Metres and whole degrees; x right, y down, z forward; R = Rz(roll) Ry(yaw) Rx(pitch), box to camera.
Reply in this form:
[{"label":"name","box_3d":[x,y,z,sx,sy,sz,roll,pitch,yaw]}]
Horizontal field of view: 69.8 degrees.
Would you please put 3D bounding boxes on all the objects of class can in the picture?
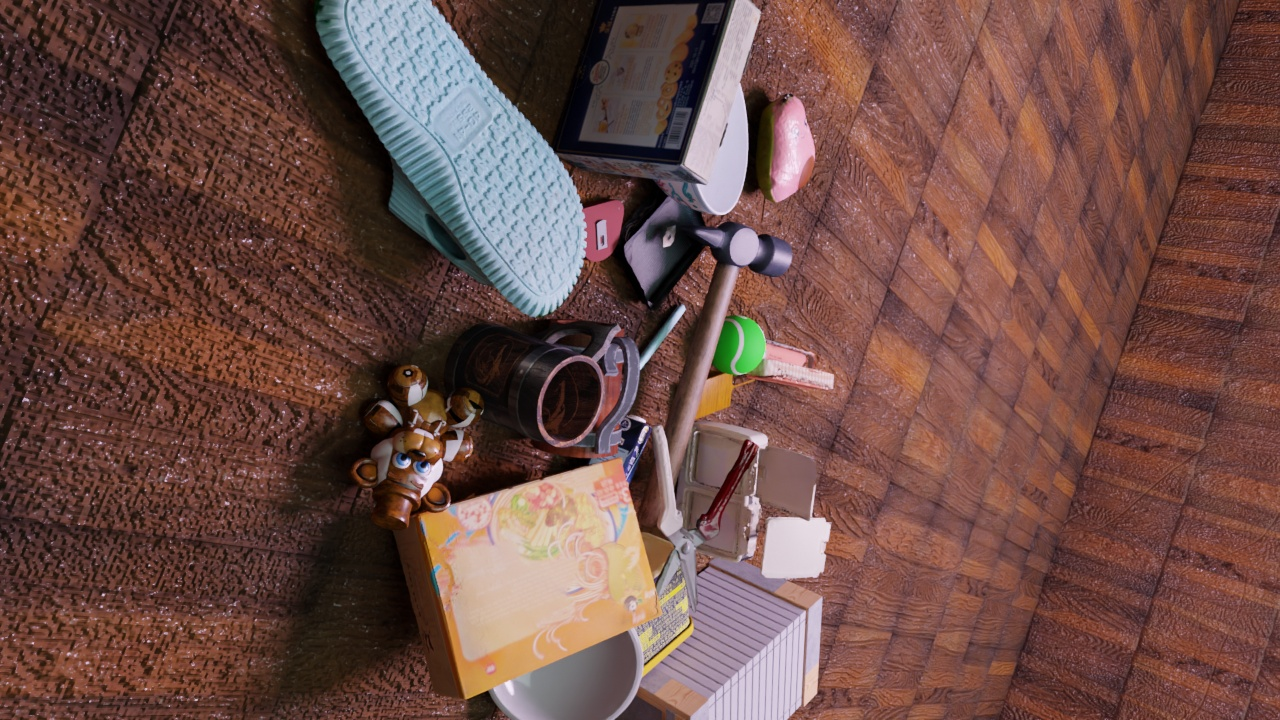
[{"label":"can","box_3d":[-0.012,0.259,0.957,0.134,0.075,0.104,-28,121,-42]}]

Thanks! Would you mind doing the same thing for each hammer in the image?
[{"label":"hammer","box_3d":[0.053,0.018,0.929,0.129,0.040,0.322,11,99,-37]}]

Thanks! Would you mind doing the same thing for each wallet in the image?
[{"label":"wallet","box_3d":[0.021,-0.116,0.892,0.114,0.026,0.089,-52,138,-24]}]

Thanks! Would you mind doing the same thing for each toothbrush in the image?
[{"label":"toothbrush","box_3d":[-0.005,0.005,0.915,0.180,0.016,0.016,-51,165,-27]}]

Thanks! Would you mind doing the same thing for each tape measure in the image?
[{"label":"tape measure","box_3d":[-0.037,-0.117,0.827,0.058,0.019,0.051,-25,122,-43]}]

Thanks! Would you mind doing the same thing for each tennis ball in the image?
[{"label":"tennis ball","box_3d":[0.103,-0.017,0.997,0.065,0.065,0.065,-22,119,-45]}]

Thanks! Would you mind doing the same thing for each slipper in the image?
[{"label":"slipper","box_3d":[-0.134,-0.151,0.663,0.115,0.070,0.276,-51,122,-26]}]

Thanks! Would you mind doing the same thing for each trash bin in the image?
[{"label":"trash bin","box_3d":[0.078,0.359,1.046,0.246,0.143,0.143,-25,122,-43]}]

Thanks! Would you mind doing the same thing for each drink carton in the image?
[{"label":"drink carton","box_3d":[-0.032,0.113,0.886,0.064,0.040,0.130,53,58,-79]}]

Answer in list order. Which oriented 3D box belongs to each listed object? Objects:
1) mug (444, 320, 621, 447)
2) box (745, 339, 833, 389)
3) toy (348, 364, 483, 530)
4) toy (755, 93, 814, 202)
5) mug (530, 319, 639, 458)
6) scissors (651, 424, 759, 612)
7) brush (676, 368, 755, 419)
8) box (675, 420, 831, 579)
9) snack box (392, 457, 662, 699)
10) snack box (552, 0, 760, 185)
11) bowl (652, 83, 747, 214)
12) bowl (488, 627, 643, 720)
[{"label":"mug","box_3d":[-0.083,0.006,0.746,0.115,0.107,0.080,-56,139,-20]},{"label":"box","box_3d":[0.178,0.005,1.108,0.186,0.057,0.067,10,64,-53]},{"label":"toy","box_3d":[-0.171,0.069,0.690,0.087,0.068,0.112,24,54,-20]},{"label":"toy","box_3d":[0.154,-0.231,0.989,0.089,0.051,0.110,-41,131,-35]},{"label":"mug","box_3d":[-0.042,0.026,0.800,0.081,0.117,0.111,1,100,-36]},{"label":"scissors","box_3d":[0.049,0.146,0.919,0.198,0.015,0.179,-42,108,-13]},{"label":"brush","box_3d":[0.085,0.034,1.032,0.126,0.017,0.048,-16,116,-47]},{"label":"box","box_3d":[0.107,0.148,0.969,0.080,0.181,0.143,-3,99,-51]},{"label":"snack box","box_3d":[-0.095,0.175,0.771,0.194,0.081,0.145,-12,85,-36]},{"label":"snack box","box_3d":[0.010,-0.223,0.742,0.042,0.145,0.144,18,89,-50]},{"label":"bowl","box_3d":[0.037,-0.203,0.828,0.143,0.074,0.144,-8,100,-63]},{"label":"bowl","box_3d":[-0.073,0.277,0.870,0.043,0.149,0.149,-97,-164,-80]}]
